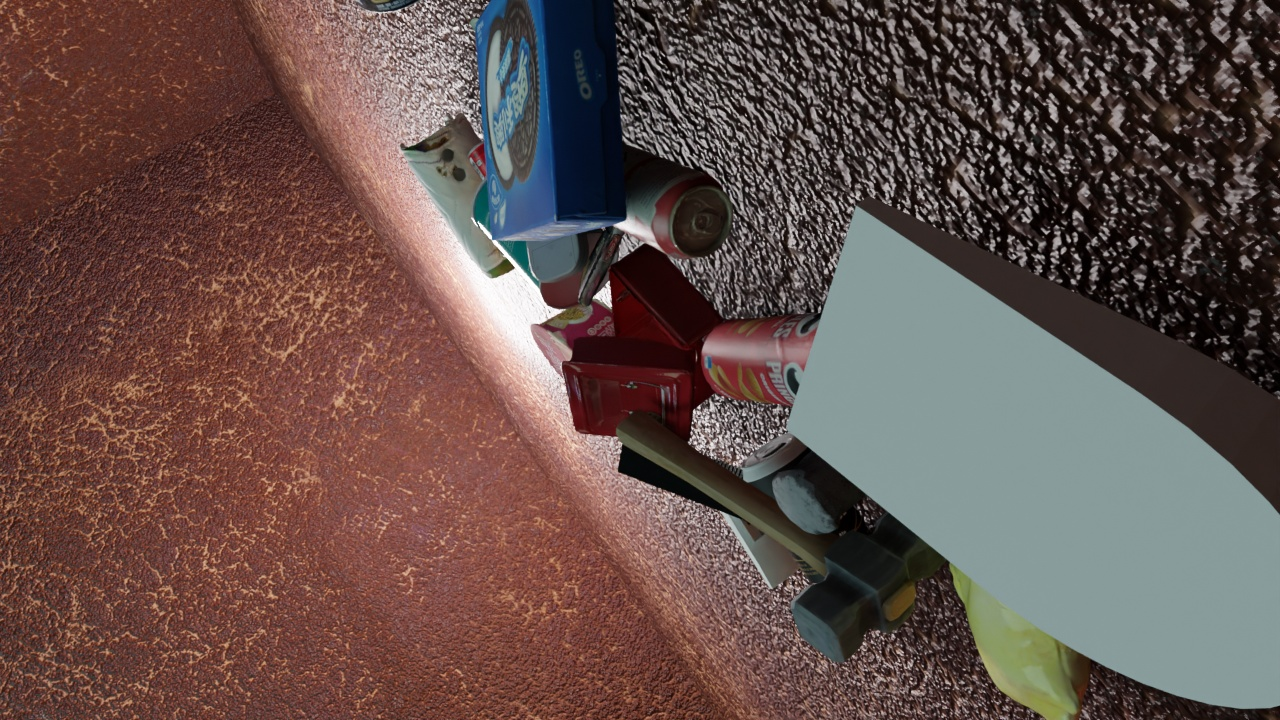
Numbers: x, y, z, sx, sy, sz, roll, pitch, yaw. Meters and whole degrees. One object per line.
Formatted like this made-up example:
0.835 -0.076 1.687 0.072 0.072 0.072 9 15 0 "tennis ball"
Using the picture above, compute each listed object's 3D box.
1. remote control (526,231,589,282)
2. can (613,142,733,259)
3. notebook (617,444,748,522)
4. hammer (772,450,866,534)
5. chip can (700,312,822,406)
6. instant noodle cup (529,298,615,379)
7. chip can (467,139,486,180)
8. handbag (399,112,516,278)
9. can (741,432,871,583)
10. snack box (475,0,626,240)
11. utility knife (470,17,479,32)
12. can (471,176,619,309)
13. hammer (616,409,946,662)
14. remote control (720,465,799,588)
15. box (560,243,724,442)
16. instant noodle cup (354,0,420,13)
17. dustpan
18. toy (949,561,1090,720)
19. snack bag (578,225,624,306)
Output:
-0.088 -0.154 0.905 0.074 0.019 0.151 -15 82 42 "remote control"
0.004 -0.132 0.737 0.170 0.067 0.067 37 156 52 "can"
0.078 0.129 0.946 0.207 0.016 0.149 20 159 4 "notebook"
0.184 0.052 0.551 0.052 0.097 0.329 54 159 0 "hammer"
0.115 0.000 0.661 0.073 0.073 0.233 59 166 -10 "chip can"
-0.046 -0.002 1.113 0.178 0.077 0.179 43 166 13 "instant noodle cup"
-0.129 -0.169 1.107 0.214 0.051 0.052 57 165 -2 "chip can"
-0.220 -0.215 1.190 0.198 0.096 0.142 61 173 -24 "handbag"
0.151 0.133 0.825 0.128 0.071 0.072 57 165 -2 "can"
-0.078 -0.198 0.727 0.239 0.056 0.195 -170 76 -69 "snack box"
-0.112 -0.259 0.934 0.225 0.015 0.031 59 167 4 "utility knife"
-0.105 -0.138 1.000 0.144 0.099 0.099 47 163 30 "can"
0.086 0.115 0.754 0.323 0.117 0.051 29 149 47 "hammer"
0.132 0.187 1.036 0.143 0.049 0.024 58 166 -6 "remote control"
0.014 -0.016 0.910 0.147 0.155 0.158 10 151 6 "box"
-0.248 -0.403 0.859 0.137 0.137 0.112 47 172 32 "instant noodle cup"
0.201 0.048 0.440 0.258 0.053 0.192 40 153 23 "dustpan"
0.249 0.170 0.613 0.154 0.064 0.170 -113 0 -47 "toy"
-0.039 -0.094 0.865 0.018 0.075 0.155 26 -172 -7 "snack bag"
